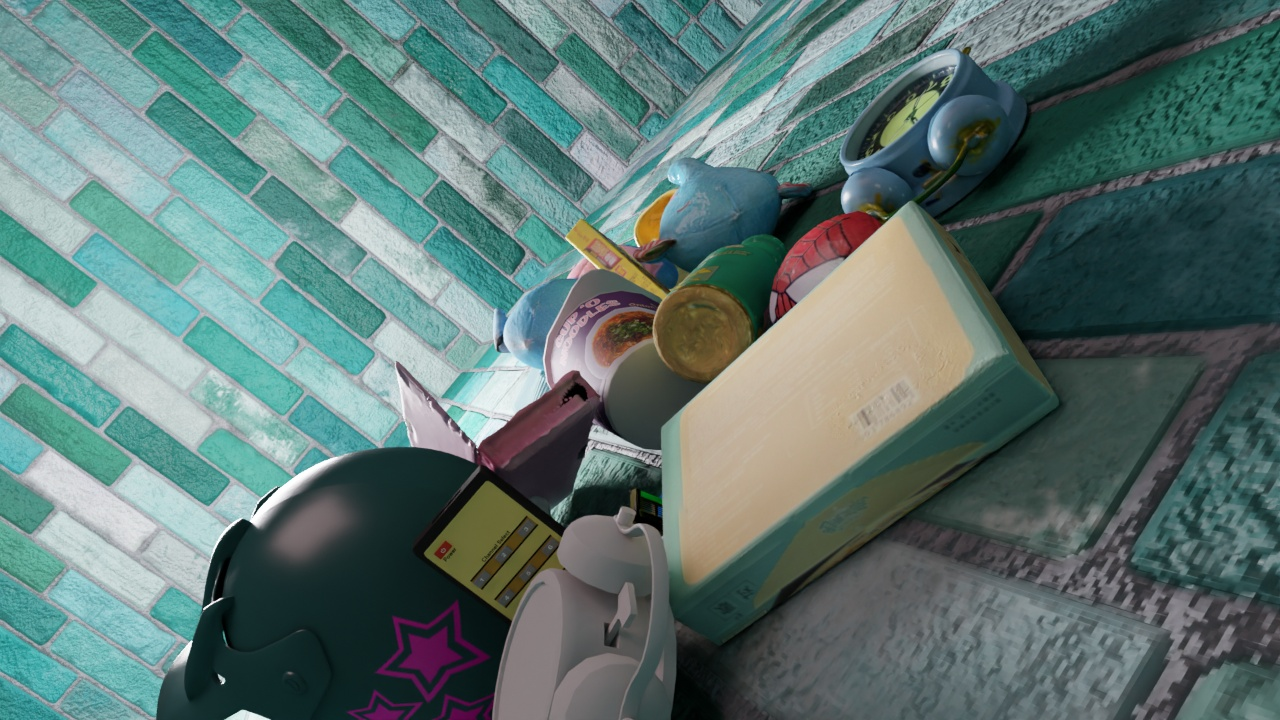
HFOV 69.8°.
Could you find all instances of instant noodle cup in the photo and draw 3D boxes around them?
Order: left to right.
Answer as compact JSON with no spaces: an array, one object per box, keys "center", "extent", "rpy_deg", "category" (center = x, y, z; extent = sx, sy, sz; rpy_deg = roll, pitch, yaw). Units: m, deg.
[{"center":[-0.004,0.004,0.701],"extent":[0.121,0.137,0.122],"rpy_deg":[-20,19,-12],"category":"instant noodle cup"}]

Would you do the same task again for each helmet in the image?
[{"center":[-0.185,0.168,0.595],"extent":[0.275,0.200,0.176],"rpy_deg":[-45,23,27],"category":"helmet"}]

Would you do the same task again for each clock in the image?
[{"center":[-0.019,0.137,0.411],"extent":[0.119,0.061,0.160],"rpy_deg":[-92,26,-44],"category":"clock"},{"center":[0.186,-0.138,0.596],"extent":[0.118,0.060,0.161],"rpy_deg":[-39,20,33],"category":"clock"}]

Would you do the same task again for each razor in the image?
[{"center":[-0.022,0.141,0.518],"extent":[0.021,0.044,0.144],"rpy_deg":[25,88,46],"category":"razor"}]

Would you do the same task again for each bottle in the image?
[{"center":[0.071,-0.050,0.669],"extent":[0.068,0.068,0.209],"rpy_deg":[-43,2,28],"category":"bottle"}]

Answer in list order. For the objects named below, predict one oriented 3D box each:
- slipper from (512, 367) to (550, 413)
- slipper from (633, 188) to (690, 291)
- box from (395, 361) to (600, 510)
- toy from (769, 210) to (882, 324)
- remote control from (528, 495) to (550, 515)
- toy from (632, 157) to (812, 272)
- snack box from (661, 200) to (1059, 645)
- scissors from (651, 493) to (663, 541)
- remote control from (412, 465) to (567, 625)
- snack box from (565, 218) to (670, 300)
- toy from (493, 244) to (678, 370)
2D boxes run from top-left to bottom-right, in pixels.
[{"center":[-0.084,0.023,1.028],"extent":[0.277,0.069,0.115],"rpy_deg":[-45,17,17],"category":"slipper"},{"center":[0.043,-0.160,1.104],"extent":[0.100,0.078,0.262],"rpy_deg":[-42,15,23],"category":"slipper"},{"center":[-0.114,0.058,0.717],"extent":[0.106,0.115,0.233],"rpy_deg":[-36,-13,-20],"category":"box"},{"center":[0.107,-0.029,0.552],"extent":[0.132,0.062,0.092],"rpy_deg":[-65,9,-13],"category":"toy"},{"center":[-0.099,0.160,0.713],"extent":[0.050,0.022,0.134],"rpy_deg":[-87,23,-47],"category":"remote control"},{"center":[0.066,-0.144,0.892],"extent":[0.183,0.115,0.180],"rpy_deg":[-26,15,-6],"category":"toy"},{"center":[0.086,0.027,0.446],"extent":[0.194,0.044,0.141],"rpy_deg":[-44,23,25],"category":"snack box"},{"center":[0.000,0.122,0.576],"extent":[0.124,0.016,0.125],"rpy_deg":[-31,24,46],"category":"scissors"},{"center":[-0.051,0.118,0.487],"extent":[0.058,0.133,0.013],"rpy_deg":[-50,13,2],"category":"remote control"},{"center":[-0.003,-0.072,0.839],"extent":[0.025,0.075,0.152],"rpy_deg":[-51,49,7],"category":"snack box"},{"center":[-0.045,-0.053,0.941],"extent":[0.224,0.099,0.190],"rpy_deg":[5,37,41],"category":"toy"}]
